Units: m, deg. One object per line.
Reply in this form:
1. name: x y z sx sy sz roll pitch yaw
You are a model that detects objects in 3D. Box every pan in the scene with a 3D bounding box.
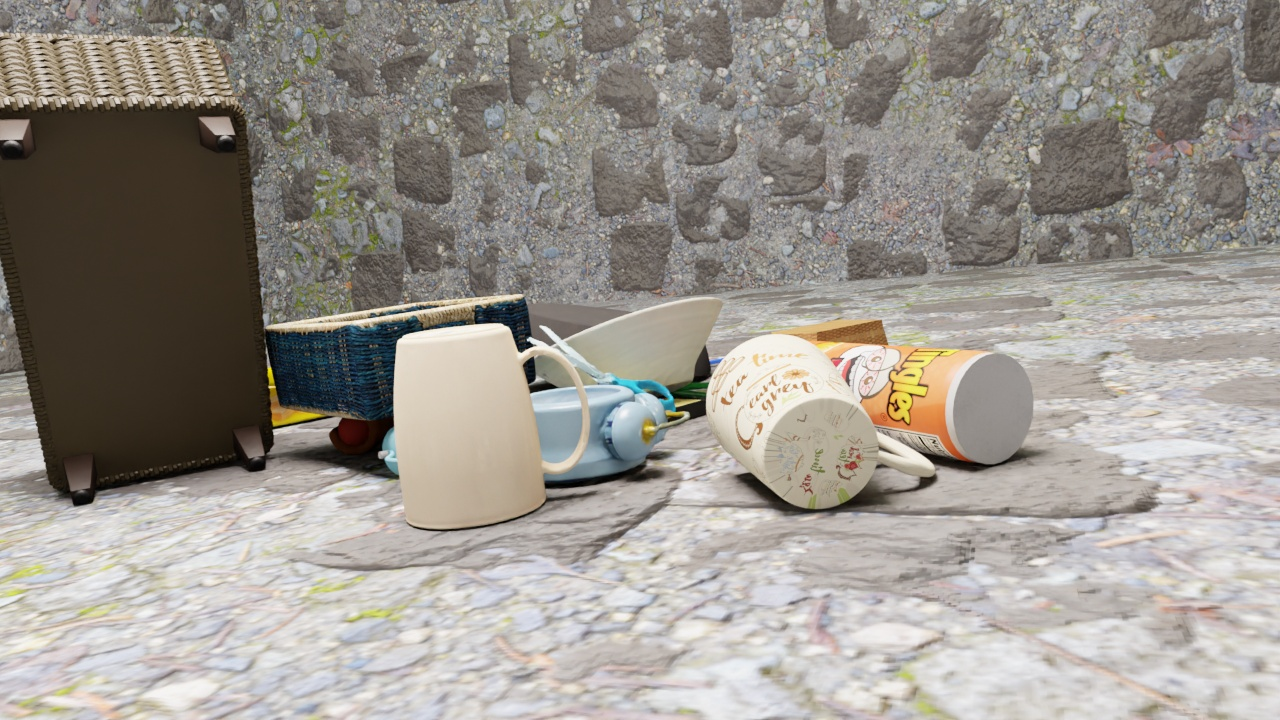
1. pan: -0.098 -0.034 0.980 0.356 0.043 0.248 7 9 -7

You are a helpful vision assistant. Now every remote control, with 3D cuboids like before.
1. remote control: -0.009 0.046 0.727 0.058 0.013 0.133 1 9 44

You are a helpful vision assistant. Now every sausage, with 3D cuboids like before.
1. sausage: -0.227 0.048 0.795 0.040 0.040 0.155 -6 7 0

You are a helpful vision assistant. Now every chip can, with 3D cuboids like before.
1. chip can: 0.146 0.020 0.595 0.062 0.062 0.211 -9 7 -26

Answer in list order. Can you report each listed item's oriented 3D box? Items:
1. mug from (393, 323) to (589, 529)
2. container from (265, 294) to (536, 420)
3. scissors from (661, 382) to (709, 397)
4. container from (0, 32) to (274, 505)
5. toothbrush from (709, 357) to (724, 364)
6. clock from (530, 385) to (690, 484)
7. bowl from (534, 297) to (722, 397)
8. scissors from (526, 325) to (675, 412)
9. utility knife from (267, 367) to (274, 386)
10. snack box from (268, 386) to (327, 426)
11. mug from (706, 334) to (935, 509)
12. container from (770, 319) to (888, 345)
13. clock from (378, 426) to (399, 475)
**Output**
1. mug: -0.085 0.032 0.524 0.111 0.104 0.085 -8 8 -4
2. container: -0.191 -0.004 0.720 0.145 0.071 0.188 -13 9 -39
3. scissors: 0.023 0.029 0.857 0.119 0.012 0.129 -10 7 -26
4. container: -0.385 -0.064 0.701 0.176 0.322 0.205 -10 30 -30
5. toothbrush: 0.089 0.000 1.049 0.186 0.011 0.016 -7 7 -10
6. clock: -0.029 0.045 0.592 0.124 0.051 0.088 -5 5 11
7. bowl: -0.005 0.005 0.785 0.176 0.057 0.177 -18 -7 -3
8. scissors: -0.032 0.017 0.679 0.135 0.016 0.086 31 29 -9
9. utility knife: -0.434 0.023 0.911 0.171 0.020 0.028 -5 5 0
10. snack box: -0.414 0.050 0.933 0.200 0.042 0.092 -12 9 -42
11. mug: 0.102 0.042 0.497 0.122 0.081 0.097 20 10 -10
12. container: 0.155 0.002 0.753 0.113 0.061 0.063 -11 8 -38
13. clock: -0.134 0.055 0.642 0.087 0.042 0.123 -5 5 12
